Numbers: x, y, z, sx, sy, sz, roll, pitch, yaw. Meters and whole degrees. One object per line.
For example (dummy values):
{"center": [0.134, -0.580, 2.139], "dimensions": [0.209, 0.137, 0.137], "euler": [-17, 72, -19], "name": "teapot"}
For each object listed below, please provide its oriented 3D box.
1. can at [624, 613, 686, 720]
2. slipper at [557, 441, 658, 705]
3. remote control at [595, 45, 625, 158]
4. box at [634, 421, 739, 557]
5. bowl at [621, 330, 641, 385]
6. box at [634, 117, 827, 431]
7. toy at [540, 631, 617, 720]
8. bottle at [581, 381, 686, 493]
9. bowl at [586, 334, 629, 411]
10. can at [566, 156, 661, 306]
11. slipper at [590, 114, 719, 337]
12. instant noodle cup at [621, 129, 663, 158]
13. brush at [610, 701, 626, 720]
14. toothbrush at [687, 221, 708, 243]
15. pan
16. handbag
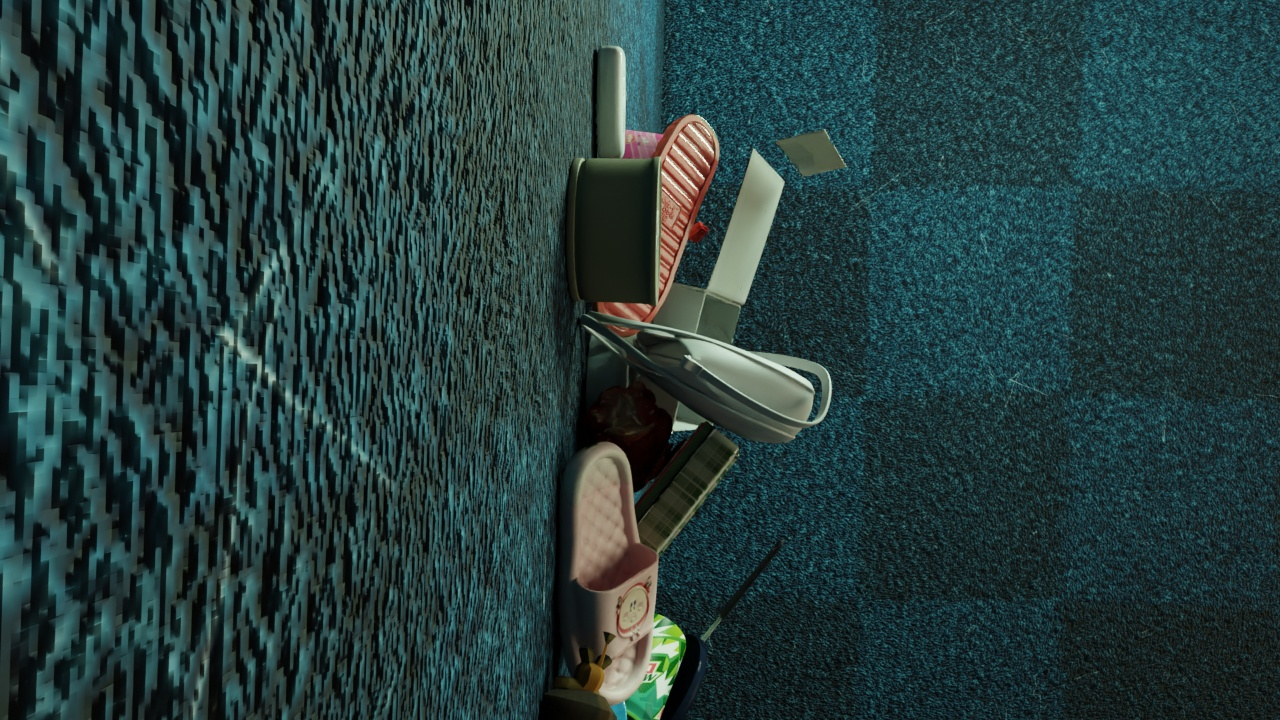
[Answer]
{"center": [-0.005, 0.369, 1.061], "dimensions": [0.143, 0.083, 0.083], "euler": [-57, 153, -54], "name": "can"}
{"center": [-0.023, 0.177, 0.773], "dimensions": [0.106, 0.056, 0.221], "euler": [-13, 99, -52], "name": "slipper"}
{"center": [-0.031, -0.265, 0.948], "dimensions": [0.060, 0.028, 0.114], "euler": [-80, 171, -73], "name": "remote control"}
{"center": [0.017, 0.151, 0.889], "dimensions": [0.205, 0.051, 0.117], "euler": [-52, 168, -2], "name": "box"}
{"center": [-0.006, 0.007, 1.132], "dimensions": [0.178, 0.081, 0.178], "euler": [3, 86, -87], "name": "bowl"}
{"center": [0.095, -0.092, 1.053], "dimensions": [0.165, 0.098, 0.368], "euler": [5, 105, -70], "name": "box"}
{"center": [-0.044, 0.259, 0.709], "dimensions": [0.076, 0.063, 0.100], "euler": [41, 56, -38], "name": "toy"}
{"center": [-0.008, 0.078, 0.905], "dimensions": [0.111, 0.099, 0.098], "euler": [101, -5, -47], "name": "bottle"}
{"center": [-0.033, 0.025, 0.978], "dimensions": [0.106, 0.039, 0.106], "euler": [5, 86, -87], "name": "bowl"}
{"center": [-0.020, -0.112, 0.795], "dimensions": [0.128, 0.073, 0.128], "euler": [5, 86, -87], "name": "can"}
{"center": [0.004, -0.145, 0.963], "dimensions": [0.103, 0.059, 0.248], "euler": [32, 77, -43], "name": "slipper"}
{"center": [0.012, -0.216, 1.039], "dimensions": [0.097, 0.108, 0.097], "euler": [6, 86, -88], "name": "instant noodle cup"}
{"center": [-0.041, 0.352, 0.854], "dimensions": [0.135, 0.055, 0.075], "euler": [-86, -179, -52], "name": "brush"}
{"center": [0.023, -0.126, 1.163], "dimensions": [0.213, 0.018, 0.012], "euler": [-30, -143, 55], "name": "toothbrush"}
{"center": [0.064, 0.360, 1.120], "dimensions": [0.356, 0.021, 0.199], "euler": [-50, -173, -5], "name": "pan"}
{"center": [0.050, -0.001, 0.864], "dimensions": [0.095, 0.222, 0.216], "euler": [-66, -164, -3], "name": "handbag"}
